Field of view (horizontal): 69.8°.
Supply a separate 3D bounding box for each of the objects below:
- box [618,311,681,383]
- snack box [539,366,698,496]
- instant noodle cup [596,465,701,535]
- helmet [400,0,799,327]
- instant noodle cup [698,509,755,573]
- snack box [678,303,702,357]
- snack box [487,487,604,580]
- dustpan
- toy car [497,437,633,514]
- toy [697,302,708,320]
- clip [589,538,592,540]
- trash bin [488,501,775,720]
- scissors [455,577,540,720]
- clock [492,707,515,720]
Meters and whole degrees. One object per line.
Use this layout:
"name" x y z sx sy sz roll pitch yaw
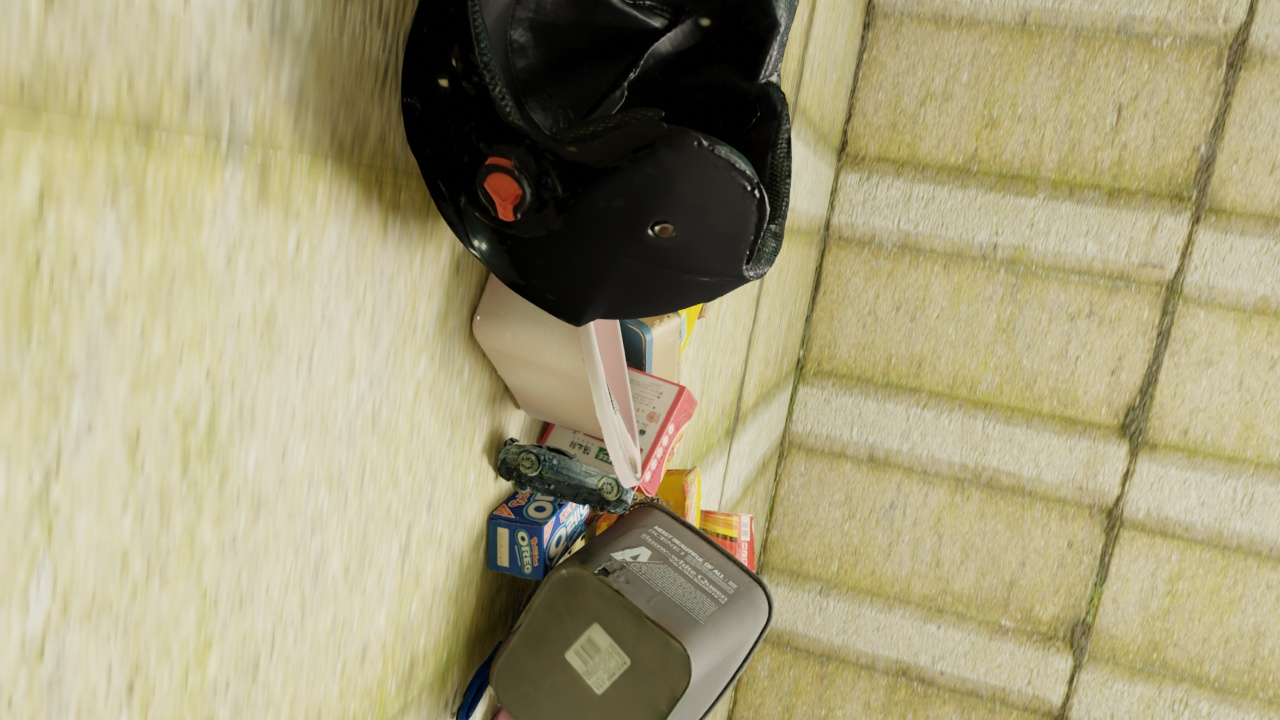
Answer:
"box" -0.006 0.006 0.959 0.059 0.090 0.185 -33 136 -34
"snack box" -0.025 0.070 0.870 0.127 0.113 0.044 -62 152 -16
"instant noodle cup" 0.011 0.191 1.114 0.138 0.110 0.138 6 89 -79
"helmet" -0.026 -0.145 0.545 0.274 0.231 0.232 38 45 -26
"instant noodle cup" 0.096 0.257 1.236 0.138 0.138 0.108 38 57 -73
"snack box" 0.028 -0.117 1.036 0.210 0.070 0.157 83 24 -49
"snack box" -0.077 0.138 0.887 0.207 0.057 0.058 -39 136 -65
"dustpan" -0.030 -0.039 0.764 0.223 0.139 0.272 66 39 -63
"toy car" -0.064 0.100 0.787 0.054 0.120 0.036 121 -13 -59
"toy" 0.108 -0.159 1.260 0.144 0.082 0.225 102 11 -50
"clip" -0.058 0.240 1.113 0.056 0.013 0.038 80 27 -49
"trash bin" -0.009 0.263 0.868 0.199 0.199 0.219 -58 163 8
"scissors" -0.125 0.265 0.861 0.163 0.012 0.175 95 21 -47
"clock" -0.119 0.393 0.929 0.117 0.060 0.158 20 81 -75
